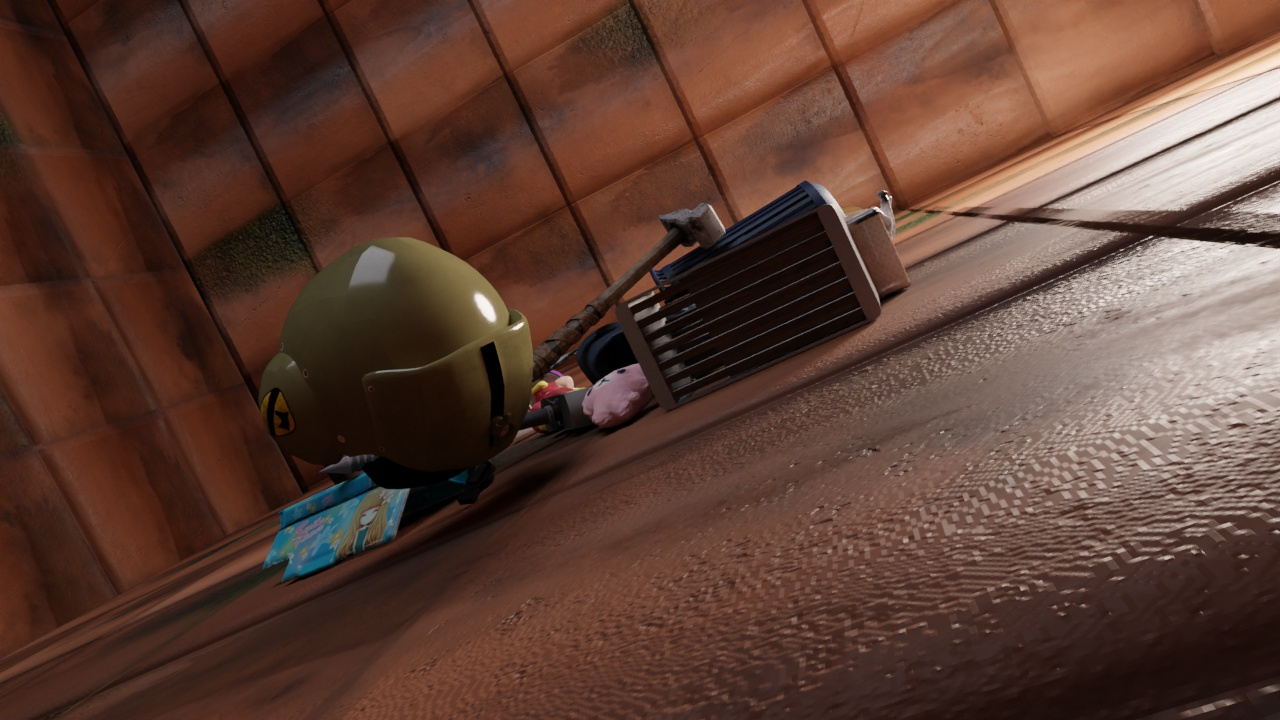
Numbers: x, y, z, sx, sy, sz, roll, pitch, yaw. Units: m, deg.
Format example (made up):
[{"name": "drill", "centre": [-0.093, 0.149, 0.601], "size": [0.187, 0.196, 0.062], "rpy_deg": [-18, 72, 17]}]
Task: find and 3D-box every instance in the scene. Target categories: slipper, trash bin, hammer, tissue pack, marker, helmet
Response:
[{"name": "slipper", "centre": [-0.007, 0.006, 1.089], "size": [0.082, 0.101, 0.264], "rpy_deg": [-48, 16, -33]}, {"name": "trash bin", "centre": [0.110, -0.056, 0.914], "size": [0.229, 0.114, 0.114], "rpy_deg": [-25, 4, 17]}, {"name": "hammer", "centre": [-0.209, 0.089, 1.079], "size": [0.321, 0.043, 0.156], "rpy_deg": [-13, -1, -19]}, {"name": "tissue pack", "centre": [0.262, -0.129, 1.022], "size": [0.071, 0.104, 0.181], "rpy_deg": [-23, 3, 15]}, {"name": "marker", "centre": [-0.142, 0.086, 1.368], "size": [0.125, 0.025, 0.025], "rpy_deg": [-28, 4, -24]}, {"name": "hammer", "centre": [-0.029, -0.089, 1.147], "size": [0.318, 0.049, 0.122], "rpy_deg": [-44, 24, -22]}, {"name": "trash bin", "centre": [0.153, -0.125, 1.217], "size": [0.249, 0.139, 0.139], "rpy_deg": [-31, 3, 5]}, {"name": "helmet", "centre": [-0.214, 0.016, 0.861], "size": [0.234, 0.255, 0.249], "rpy_deg": [-27, 3, 42]}]

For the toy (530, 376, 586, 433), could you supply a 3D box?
[{"name": "toy", "centre": [-0.118, 0.066, 1.280], "size": [0.105, 0.067, 0.137], "rpy_deg": [-29, 16, -8]}]

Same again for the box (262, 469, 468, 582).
[{"name": "box", "centre": [-0.323, 0.172, 1.033], "size": [0.228, 0.083, 0.172], "rpy_deg": [-24, 4, 26]}]

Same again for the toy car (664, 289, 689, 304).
[{"name": "toy car", "centre": [0.069, -0.041, 1.102], "size": [0.051, 0.100, 0.048], "rpy_deg": [-23, 10, 6]}]

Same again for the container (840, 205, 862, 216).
[{"name": "container", "centre": [0.272, -0.169, 1.400], "size": [0.166, 0.132, 0.132], "rpy_deg": [-21, 1, -32]}]

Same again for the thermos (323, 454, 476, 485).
[{"name": "thermos", "centre": [-0.313, 0.108, 1.215], "size": [0.172, 0.173, 0.227], "rpy_deg": [-28, 10, -33]}]

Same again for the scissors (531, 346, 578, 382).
[{"name": "scissors", "centre": [-0.143, 0.025, 1.161], "size": [0.090, 0.014, 0.171], "rpy_deg": [-11, 23, 29]}]

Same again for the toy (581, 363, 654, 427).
[{"name": "toy", "centre": [-0.024, 0.042, 0.977], "size": [0.099, 0.053, 0.095], "rpy_deg": [-28, 15, 16]}]

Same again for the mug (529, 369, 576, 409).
[{"name": "mug", "centre": [-0.139, 0.054, 1.544], "size": [0.112, 0.075, 0.076], "rpy_deg": [0, 2, -3]}]
